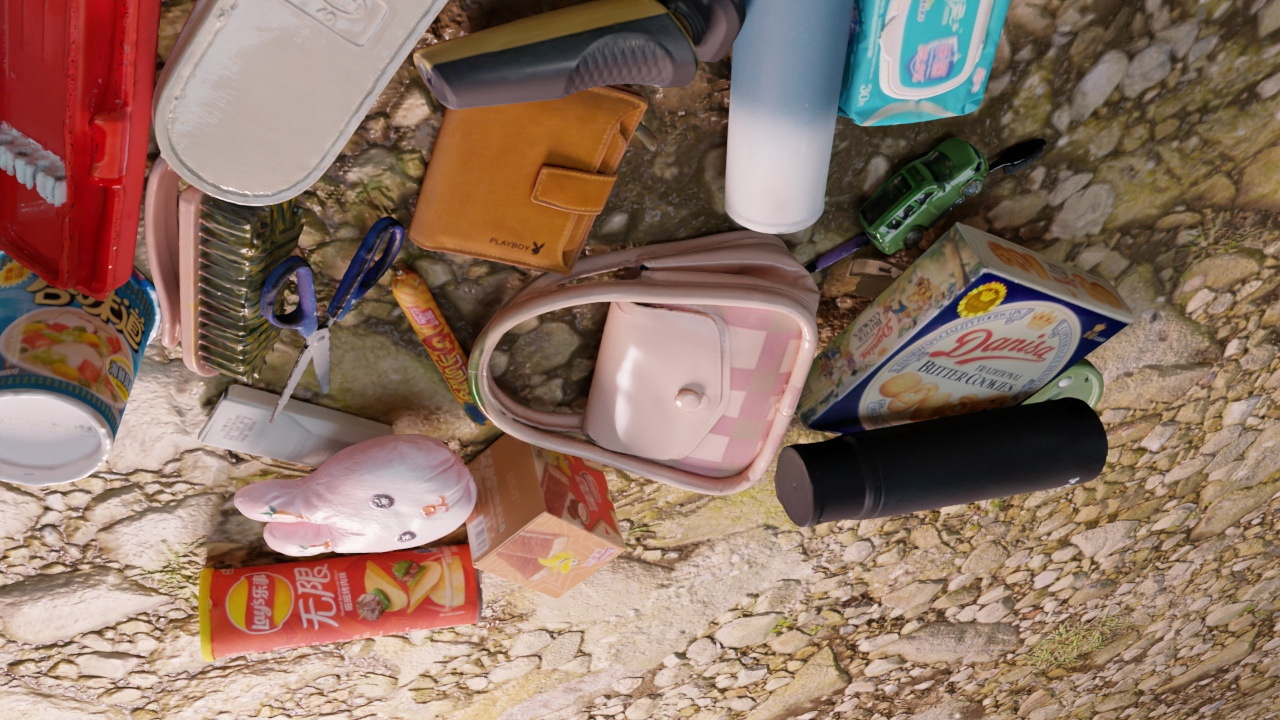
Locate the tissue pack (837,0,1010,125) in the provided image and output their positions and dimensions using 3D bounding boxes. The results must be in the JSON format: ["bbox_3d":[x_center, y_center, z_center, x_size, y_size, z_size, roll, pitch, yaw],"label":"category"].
[{"bbox_3d":[0.157,-0.200,0.516,0.093,0.050,0.134,-12,136,-8],"label":"tissue pack"}]

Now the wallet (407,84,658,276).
[{"bbox_3d":[-0.062,-0.113,0.538,0.119,0.035,0.131,12,128,-22],"label":"wallet"}]

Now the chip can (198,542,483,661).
[{"bbox_3d":[-0.241,0.195,0.749,0.216,0.073,0.073,-2,134,-19],"label":"chip can"}]

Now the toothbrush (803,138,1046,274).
[{"bbox_3d":[0.200,-0.107,0.655,0.189,0.014,0.017,-28,149,9],"label":"toothbrush"}]

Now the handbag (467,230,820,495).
[{"bbox_3d":[-0.004,0.004,0.649,0.234,0.093,0.194,3,132,-14],"label":"handbag"}]

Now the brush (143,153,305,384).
[{"bbox_3d":[-0.239,-0.049,0.518,0.073,0.063,0.146,23,130,-2],"label":"brush"}]

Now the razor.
[{"bbox_3d":[-0.030,-0.163,0.467,0.167,0.067,0.062,-17,177,-13],"label":"razor"}]

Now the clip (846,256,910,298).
[{"bbox_3d":[0.208,-0.067,0.696,0.104,0.086,0.035,16,133,3],"label":"clip"}]

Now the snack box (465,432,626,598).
[{"bbox_3d":[-0.078,0.117,0.716,0.077,0.092,0.094,-39,134,18],"label":"snack box"}]

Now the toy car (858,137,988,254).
[{"bbox_3d":[0.190,-0.113,0.621,0.091,0.043,0.036,-41,133,20],"label":"toy car"}]

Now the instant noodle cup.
[{"bbox_3d":[-0.320,0.004,0.499,0.099,0.109,0.099,-10,136,-10],"label":"instant noodle cup"}]

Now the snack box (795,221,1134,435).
[{"bbox_3d":[0.231,-0.005,0.675,0.177,0.045,0.183,11,136,-34],"label":"snack box"}]

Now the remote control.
[{"bbox_3d":[-0.237,0.053,0.643,0.124,0.024,0.049,21,123,-35],"label":"remote control"}]

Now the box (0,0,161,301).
[{"bbox_3d":[-0.284,-0.107,0.403,0.095,0.100,0.202,29,126,0],"label":"box"}]

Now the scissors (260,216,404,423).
[{"bbox_3d":[-0.196,-0.021,0.554,0.162,0.012,0.162,-49,171,4],"label":"scissors"}]

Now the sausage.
[{"bbox_3d":[-0.132,-0.004,0.626,0.021,0.021,0.165,-20,137,-1],"label":"sausage"}]

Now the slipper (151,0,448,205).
[{"bbox_3d":[-0.135,-0.191,0.411,0.114,0.054,0.275,18,118,-38],"label":"slipper"}]

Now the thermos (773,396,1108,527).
[{"bbox_3d":[0.221,0.075,0.693,0.242,0.068,0.090,-6,177,-14],"label":"thermos"}]

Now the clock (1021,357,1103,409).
[{"bbox_3d":[0.329,0.021,0.800,0.116,0.056,0.161,-39,134,17],"label":"clock"}]

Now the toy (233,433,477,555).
[{"bbox_3d":[-0.198,0.101,0.653,0.159,0.054,0.121,-14,140,-1],"label":"toy"}]

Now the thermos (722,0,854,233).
[{"bbox_3d":[0.081,-0.176,0.505,0.070,0.070,0.221,-12,136,-9],"label":"thermos"}]
